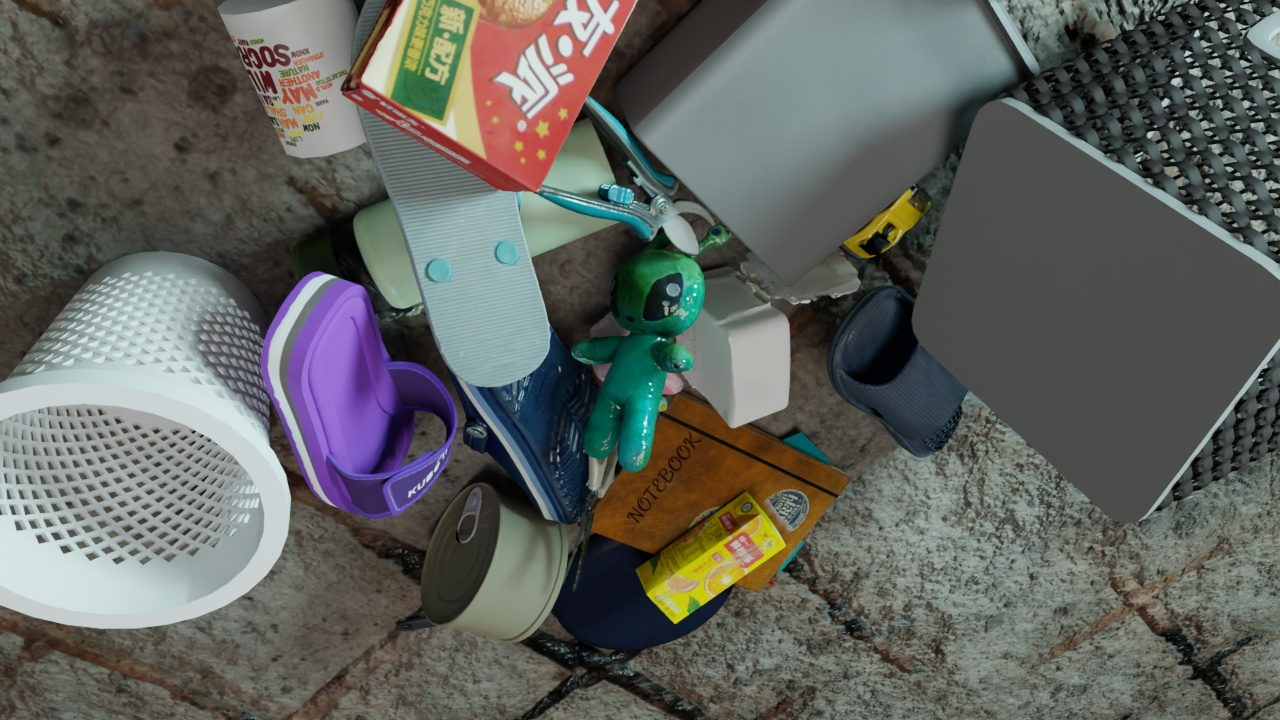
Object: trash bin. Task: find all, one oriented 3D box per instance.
[{"bbox_3d":[-0.328,0.034,0.609,0.195,0.199,0.196,-7,127,-10],"label":"trash bin"},{"bbox_3d":[0.125,-0.190,0.630,0.220,0.097,0.191,-40,125,17],"label":"trash bin"}]

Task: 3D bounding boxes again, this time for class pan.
[{"bbox_3d":[-0.071,0.249,0.951,0.356,0.021,0.199,-7,127,-9],"label":"pan"}]

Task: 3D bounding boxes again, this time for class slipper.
[{"bbox_3d":[0.247,0.023,0.791,0.101,0.082,0.263,-58,139,-6],"label":"slipper"},{"bbox_3d":[-0.098,0.035,0.744,0.095,0.104,0.253,6,143,23],"label":"slipper"},{"bbox_3d":[-0.121,-0.115,0.576,0.098,0.055,0.269,-11,102,-19],"label":"slipper"},{"bbox_3d":[-0.179,0.045,0.651,0.084,0.107,0.267,19,151,7],"label":"slipper"}]

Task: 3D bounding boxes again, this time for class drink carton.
[{"bbox_3d":[0.069,0.191,0.887,0.134,0.043,0.058,-36,123,3],"label":"drink carton"}]

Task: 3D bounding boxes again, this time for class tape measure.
[{"bbox_3d":[0.180,-0.115,0.714,0.042,0.071,0.072,27,108,-32],"label":"tape measure"}]

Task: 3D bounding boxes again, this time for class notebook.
[{"bbox_3d":[0.088,0.131,0.895,0.249,0.014,0.179,27,107,-29],"label":"notebook"}]

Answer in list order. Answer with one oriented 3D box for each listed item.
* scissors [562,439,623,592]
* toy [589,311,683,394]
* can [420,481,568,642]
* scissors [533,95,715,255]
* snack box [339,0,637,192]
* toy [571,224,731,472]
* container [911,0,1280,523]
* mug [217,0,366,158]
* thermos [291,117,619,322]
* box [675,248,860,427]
[{"bbox_3d":[-0.037,0.101,0.767,0.013,0.157,0.162,10,120,18],"label":"scissors"},{"bbox_3d":[-0.005,0.005,0.771,0.063,0.047,0.110,-32,141,0],"label":"toy"},{"bbox_3d":[-0.130,0.180,0.816,0.073,0.127,0.128,27,115,-32],"label":"can"},{"bbox_3d":[-0.009,-0.117,0.604,0.156,0.019,0.124,-20,116,-32],"label":"scissors"},{"bbox_3d":[-0.060,-0.223,0.517,0.113,0.060,0.236,29,86,-31],"label":"snack box"},{"bbox_3d":[0.007,-0.014,0.690,0.072,0.131,0.193,19,85,-42],"label":"toy"},{"bbox_3d":[0.371,-0.072,0.624,0.243,0.247,0.246,-24,142,-20],"label":"container"},{"bbox_3d":[-0.190,-0.189,0.569,0.105,0.073,0.090,-34,132,-23],"label":"mug"},{"bbox_3d":[-0.127,-0.089,0.649,0.231,0.082,0.082,-22,128,1],"label":"thermos"},{"bbox_3d":[0.106,-0.038,0.739,0.136,0.108,0.128,-18,127,-19],"label":"box"}]
